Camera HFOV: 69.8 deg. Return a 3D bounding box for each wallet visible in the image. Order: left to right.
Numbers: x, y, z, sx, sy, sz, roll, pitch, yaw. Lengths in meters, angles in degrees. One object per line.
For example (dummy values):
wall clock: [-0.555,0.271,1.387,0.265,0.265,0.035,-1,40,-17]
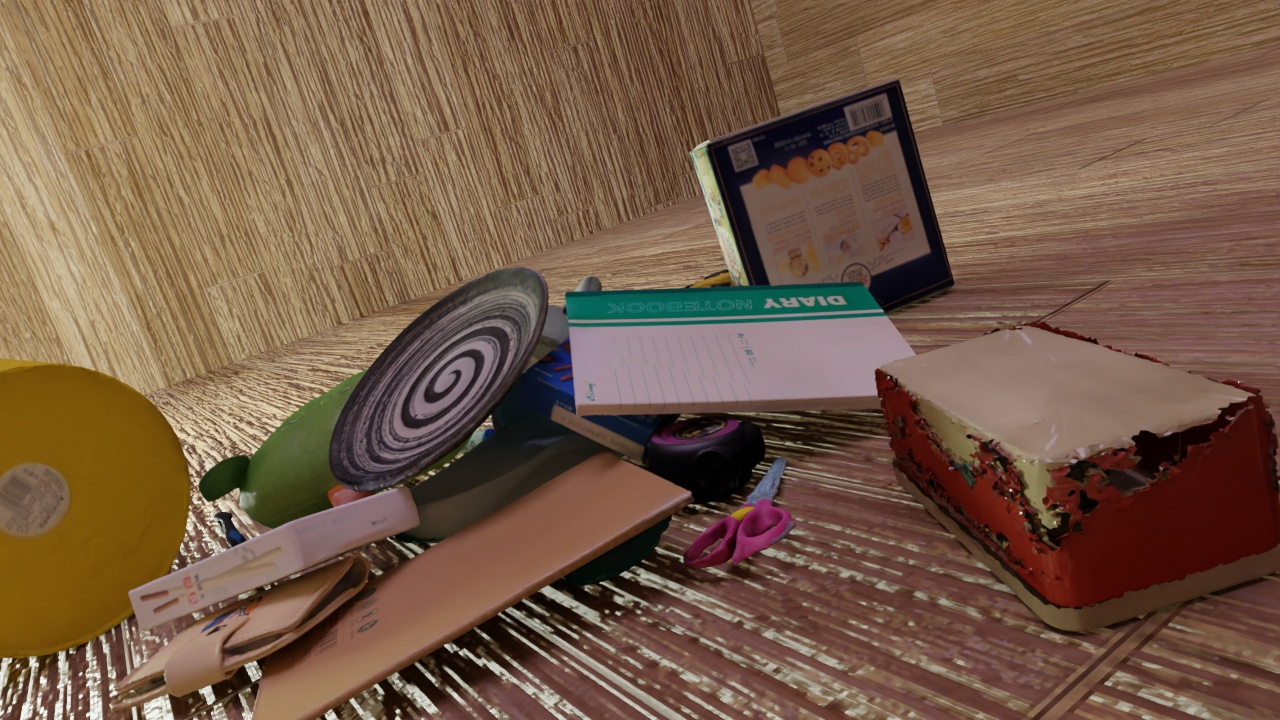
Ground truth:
wallet: [-0.206,0.140,0.471,0.115,0.024,0.087,-22,11,15]

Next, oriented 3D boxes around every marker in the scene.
marker: [-0.184,0.077,0.772,0.146,0.017,0.016,-13,13,20]

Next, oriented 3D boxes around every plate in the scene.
plate: [-0.124,0.013,0.579,0.180,0.024,0.179,-28,33,20]

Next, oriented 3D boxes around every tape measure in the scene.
tape measure: [-0.017,0.090,0.454,0.058,0.025,0.054,-17,14,45]
tape measure: [0.034,0.056,0.504,0.058,0.039,0.056,-3,15,33]

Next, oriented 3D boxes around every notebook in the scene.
notebook: [-0.087,0.104,0.450,0.207,0.008,0.148,-28,10,-15]
notebook: [0.060,-0.011,0.569,0.209,0.012,0.150,-2,30,-6]

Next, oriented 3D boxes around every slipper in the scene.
slipper: [-0.069,0.044,0.622,0.104,0.074,0.244,-6,18,46]

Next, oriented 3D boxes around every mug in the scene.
mug: [-0.078,-0.015,0.818,0.124,0.083,0.103,-54,8,14]

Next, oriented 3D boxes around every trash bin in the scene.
trash bin: [-0.472,0.098,0.642,0.256,0.230,0.228,-2,19,34]

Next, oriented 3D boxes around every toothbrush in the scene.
toothbrush: [-0.300,0.138,0.685,0.014,0.016,0.190,-14,11,-30]

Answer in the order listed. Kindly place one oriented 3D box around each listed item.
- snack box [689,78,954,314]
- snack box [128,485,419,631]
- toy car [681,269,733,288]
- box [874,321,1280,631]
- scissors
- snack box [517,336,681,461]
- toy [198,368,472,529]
snack box: [0.153,-0.117,0.758,0.177,0.182,0.046,-21,11,-13]
snack box: [-0.209,0.112,0.522,0.157,0.027,0.084,-24,-6,30]
toy car: [0.034,-0.028,0.803,0.156,0.071,0.041,-17,8,12]
box: [0.157,0.027,0.366,0.091,0.077,0.168,-17,12,-1]
scissors: [0.058,0.071,0.460,0.057,0.017,0.133,-23,6,22]
snack box: [-0.004,0.003,0.595,0.084,0.026,0.156,25,30,13]
toy: [-0.198,0.053,0.694,0.247,0.090,0.227,-28,20,1]
